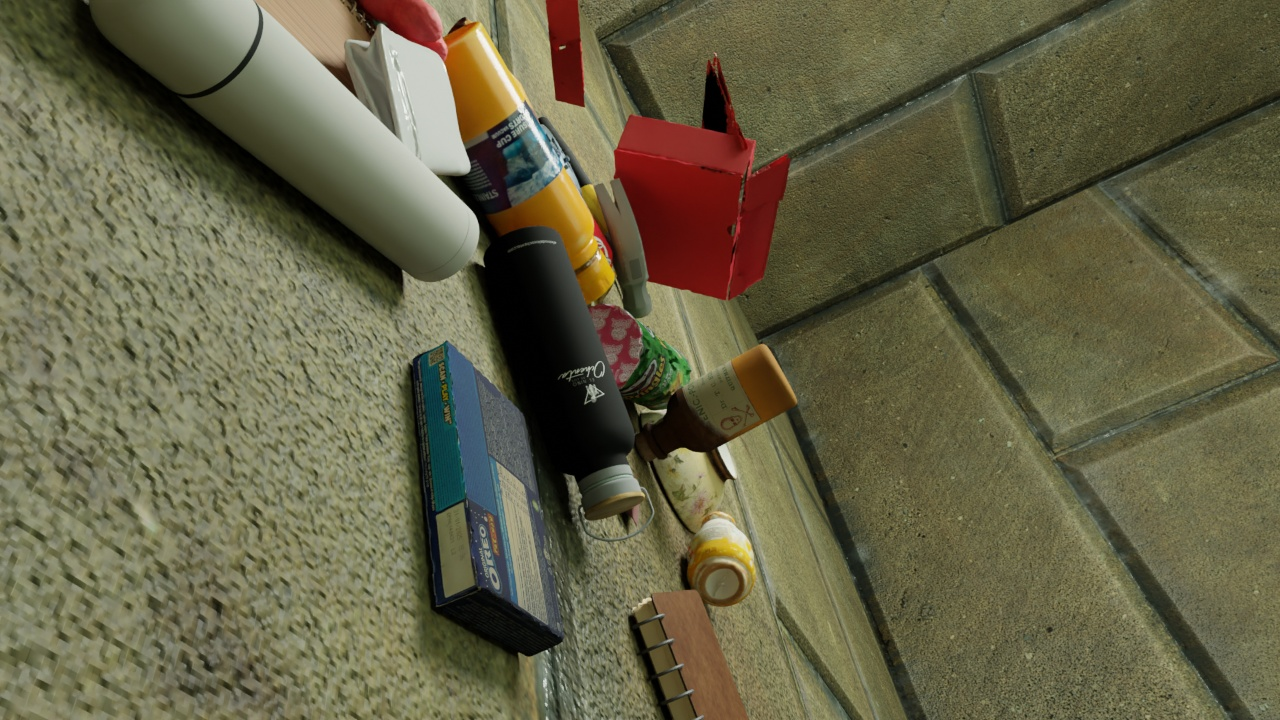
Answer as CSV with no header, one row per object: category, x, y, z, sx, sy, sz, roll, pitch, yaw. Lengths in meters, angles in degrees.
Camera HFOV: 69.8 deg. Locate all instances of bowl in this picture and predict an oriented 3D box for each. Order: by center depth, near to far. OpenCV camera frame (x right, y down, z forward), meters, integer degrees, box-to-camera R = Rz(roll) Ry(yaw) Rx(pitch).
bowl,0.059,0.106,0.973,0.145,0.063,0.145,61,12,-23

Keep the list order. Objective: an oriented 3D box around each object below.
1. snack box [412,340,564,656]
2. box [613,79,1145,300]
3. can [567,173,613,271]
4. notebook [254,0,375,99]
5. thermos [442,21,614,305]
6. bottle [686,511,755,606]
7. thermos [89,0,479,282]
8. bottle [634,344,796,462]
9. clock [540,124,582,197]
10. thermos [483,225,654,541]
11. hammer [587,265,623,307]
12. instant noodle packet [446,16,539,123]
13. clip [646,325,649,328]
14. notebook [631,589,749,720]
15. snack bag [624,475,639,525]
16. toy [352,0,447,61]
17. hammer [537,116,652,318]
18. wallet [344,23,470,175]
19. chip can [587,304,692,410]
snack box,-0.080,0.068,0.471,0.082,0.027,0.150,51,16,-47
box,0.225,-0.176,0.968,0.216,0.511,0.141,88,0,-61
can,-0.071,-0.115,0.841,0.105,0.064,0.064,60,12,-26
notebook,-0.190,-0.185,0.531,0.210,0.022,0.169,49,19,-56
thermos,-0.105,-0.142,0.736,0.076,0.091,0.233,10,-43,51
bottle,0.075,0.184,0.871,0.063,0.063,0.109,62,11,-16
thermos,-0.154,-0.107,0.439,0.224,0.052,0.052,45,22,-61
bottle,0.067,0.050,0.884,0.068,0.157,0.067,58,10,-17
clock,-0.090,-0.169,0.896,0.117,0.057,0.083,60,11,-22
thermos,-0.049,0.017,0.647,0.231,0.061,0.061,69,11,20
hammer,-0.042,-0.093,1.032,0.132,0.033,0.330,64,11,-12
instant noodle packet,-0.142,-0.267,0.917,0.135,0.040,0.098,39,28,-63
clip,-0.021,-0.033,0.973,0.050,0.054,0.044,-163,-119,-71
notebook,0.059,0.281,0.674,0.225,0.024,0.167,68,9,18
snack bag,-0.038,0.058,0.740,0.158,0.013,0.057,62,8,-16
toy,-0.177,-0.256,0.630,0.135,0.045,0.092,48,-5,19
hammer,-0.061,-0.183,0.983,0.323,0.029,0.127,-120,-164,-46
wallet,-0.142,-0.153,0.562,0.116,0.032,0.086,-40,117,-81
chip can,-0.006,0.004,0.864,0.075,0.075,0.223,67,10,13
